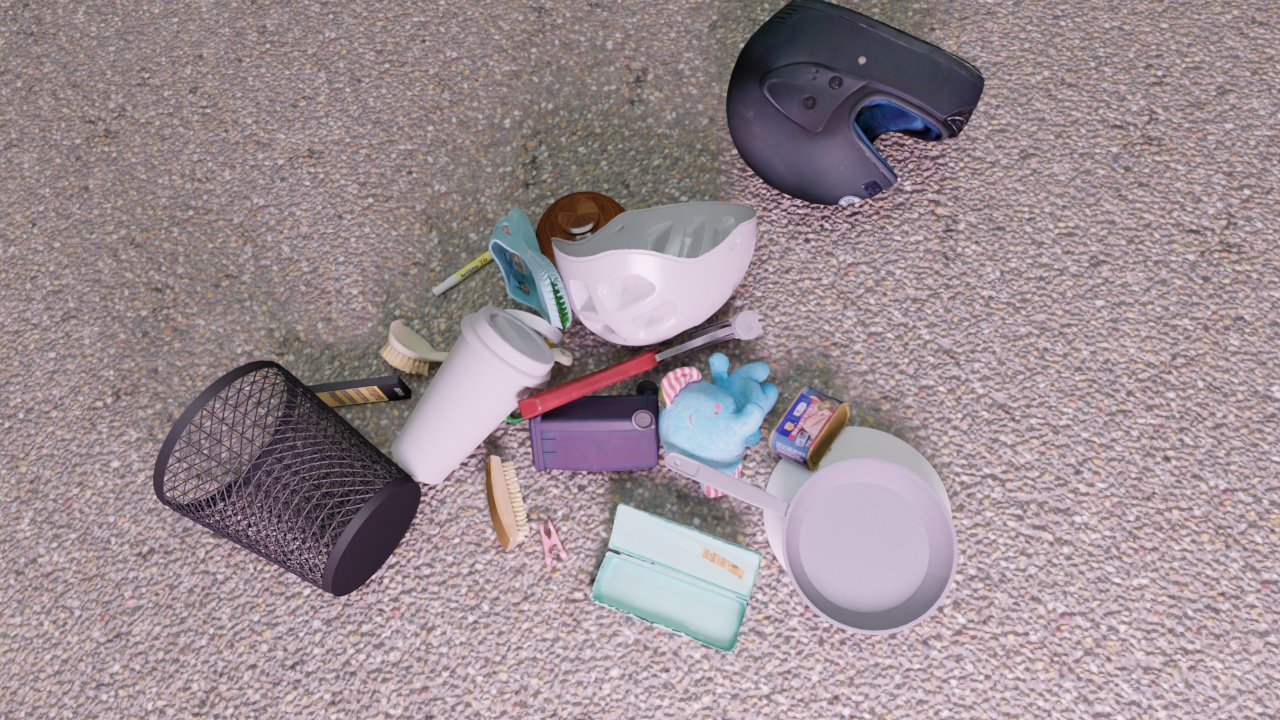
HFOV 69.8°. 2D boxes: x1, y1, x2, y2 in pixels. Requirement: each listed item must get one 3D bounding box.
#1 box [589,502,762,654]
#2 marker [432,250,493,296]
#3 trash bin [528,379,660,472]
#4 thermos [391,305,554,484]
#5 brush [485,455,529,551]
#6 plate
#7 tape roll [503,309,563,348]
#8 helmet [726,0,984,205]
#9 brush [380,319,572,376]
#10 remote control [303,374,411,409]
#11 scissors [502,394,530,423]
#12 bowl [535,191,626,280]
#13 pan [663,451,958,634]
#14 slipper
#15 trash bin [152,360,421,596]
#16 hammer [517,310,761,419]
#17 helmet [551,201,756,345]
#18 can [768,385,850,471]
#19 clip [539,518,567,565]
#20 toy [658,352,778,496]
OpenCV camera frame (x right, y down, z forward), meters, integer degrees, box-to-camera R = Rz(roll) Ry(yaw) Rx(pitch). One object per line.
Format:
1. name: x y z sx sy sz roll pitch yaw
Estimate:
1. box: 0.043 0.261 1.109 0.187 0.057 0.138 19 87 13
2. marker: -0.246 -0.136 1.339 0.132 0.014 0.014 -36 67 -10
3. trash bin: -0.058 0.086 1.165 0.161 0.092 0.093 -1 22 5
4. thermos: -0.220 0.050 1.164 0.131 0.131 0.222 46 106 22
5. brush: -0.171 0.181 1.171 0.039 0.049 0.117 -6 62 -21
6. plate: 0.267 0.184 1.128 0.229 0.030 0.229 -3 66 5
7. tape roll: -0.151 -0.039 1.240 0.094 0.094 0.019 16 70 13
8. helmet: 0.267 -0.327 1.246 0.316 0.248 0.236 27 100 15
9. brush: -0.223 -0.009 1.242 0.272 0.077 0.061 5 28 12
10. remote control: -0.386 0.044 1.251 0.133 0.058 0.013 -7 65 4
11. scissors: -0.207 0.076 1.240 0.130 0.014 0.071 -36 67 -11
12. bowl: -0.084 -0.190 1.314 0.147 0.069 0.147 -2 66 5
13. pan: 0.193 0.186 1.080 0.357 0.051 0.200 22 77 8
14. slipper: -0.154 -0.118 1.222 0.069 0.116 0.276 -22 33 -8
15. trash bin: -0.419 0.155 1.132 0.243 0.217 0.216 31 73 11
16. hammer: -0.007 0.007 1.160 0.315 0.126 0.036 -21 93 -19
17. helmet: 0.027 -0.136 1.205 0.224 0.184 0.281 16 49 37
18. can: 0.214 0.086 1.156 0.059 0.054 0.099 25 68 35
19. clip: -0.108 0.228 1.157 0.044 0.023 0.060 2 68 2
20. toy: 0.109 0.071 1.140 0.180 0.115 0.183 -32 108 -21
